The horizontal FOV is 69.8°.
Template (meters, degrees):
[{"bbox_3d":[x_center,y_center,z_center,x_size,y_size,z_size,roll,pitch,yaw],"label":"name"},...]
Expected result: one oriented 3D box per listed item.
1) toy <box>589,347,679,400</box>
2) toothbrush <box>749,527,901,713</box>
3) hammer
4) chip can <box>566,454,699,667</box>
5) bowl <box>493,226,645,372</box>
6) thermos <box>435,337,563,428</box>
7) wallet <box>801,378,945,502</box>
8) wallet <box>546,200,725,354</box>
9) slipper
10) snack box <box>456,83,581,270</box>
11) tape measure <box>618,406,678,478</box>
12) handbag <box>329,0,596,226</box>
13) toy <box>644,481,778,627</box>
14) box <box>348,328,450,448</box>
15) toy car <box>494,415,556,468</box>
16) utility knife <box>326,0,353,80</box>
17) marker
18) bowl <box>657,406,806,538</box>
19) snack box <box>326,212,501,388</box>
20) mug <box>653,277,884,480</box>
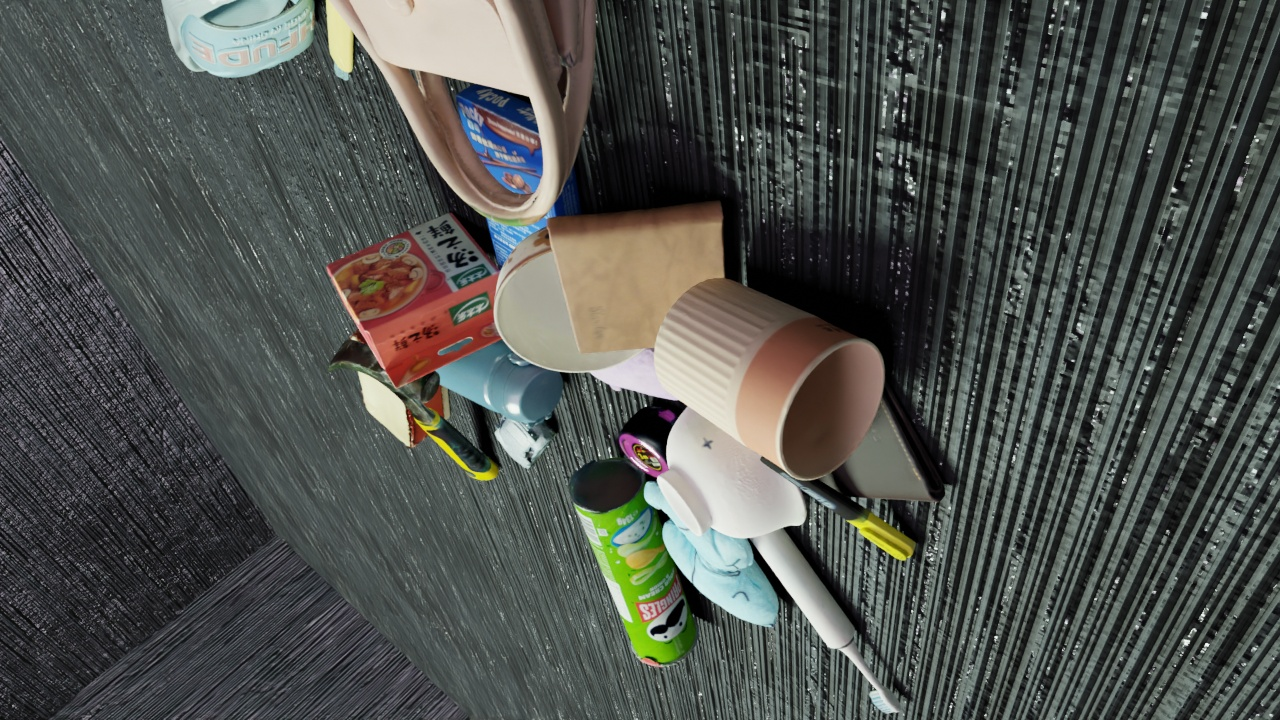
[{"bbox_3d":[-0.004,0.004,0.673,0.108,0.038,0.084,10,148,43],"label":"toy"},{"bbox_3d":[0.142,0.195,0.717,0.026,0.026,0.221,-27,104,39],"label":"toothbrush"},{"bbox_3d":[-0.217,0.062,0.949,0.126,0.031,0.323,22,161,17],"label":"hammer"},{"bbox_3d":[-0.003,0.194,0.868,0.072,0.072,0.236,22,142,40],"label":"chip can"},{"bbox_3d":[-0.040,-0.051,0.610,0.114,0.113,0.062,82,-179,-46],"label":"bowl"},{"bbox_3d":[-0.160,0.000,0.860,0.221,0.070,0.070,20,141,41],"label":"thermos"},{"bbox_3d":[0.120,0.047,0.575,0.123,0.020,0.096,-10,117,55],"label":"wallet"},{"bbox_3d":[0.002,-0.047,0.561,0.101,0.020,0.115,-5,138,5],"label":"wallet"},{"bbox_3d":[-0.307,-0.259,0.710,0.246,0.103,0.074,3,125,59],"label":"slipper"},{"bbox_3d":[-0.078,-0.110,0.646,0.084,0.026,0.157,32,147,30],"label":"snack box"},{"bbox_3d":[0.014,0.063,0.720,0.058,0.039,0.057,42,154,0],"label":"tape measure"},{"bbox_3d":[-0.102,-0.183,0.519,0.193,0.093,0.234,26,143,37],"label":"handbag"},{"bbox_3d":[0.059,0.162,0.759,0.161,0.049,0.156,42,159,5],"label":"toy"},{"bbox_3d":[-0.275,0.024,1.030,0.091,0.079,0.169,38,150,16],"label":"box"},{"bbox_3d":[-0.121,0.077,0.929,0.054,0.036,0.121,46,155,5],"label":"toy car"},{"bbox_3d":[-0.226,-0.258,0.680,0.031,0.018,0.173,51,151,5],"label":"utility knife"},{"bbox_3d":[0.126,0.092,0.583,0.124,0.015,0.018,33,155,-14],"label":"marker"},{"bbox_3d":[0.052,0.083,0.634,0.118,0.064,0.118,51,166,18],"label":"bowl"},{"bbox_3d":[-0.171,-0.052,0.725,0.127,0.113,0.044,47,157,40],"label":"snack box"},{"bbox_3d":[0.075,0.016,0.528,0.106,0.081,0.114,33,160,43],"label":"mug"}]
